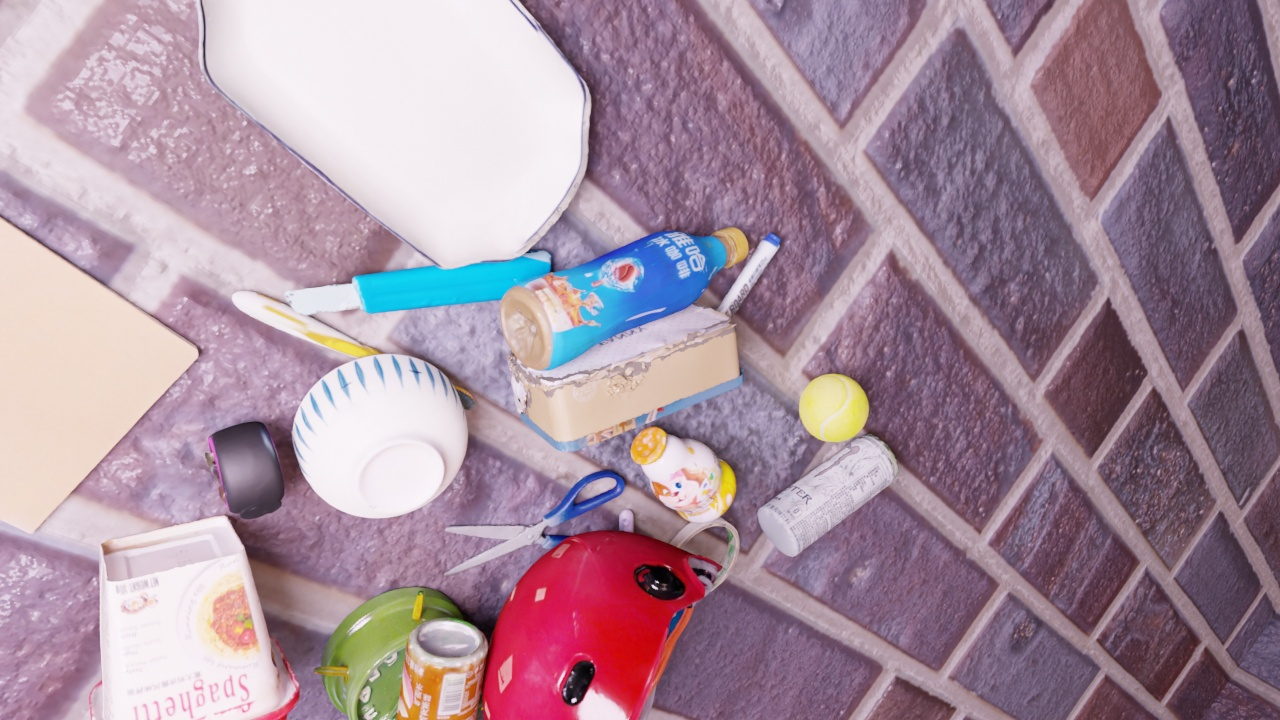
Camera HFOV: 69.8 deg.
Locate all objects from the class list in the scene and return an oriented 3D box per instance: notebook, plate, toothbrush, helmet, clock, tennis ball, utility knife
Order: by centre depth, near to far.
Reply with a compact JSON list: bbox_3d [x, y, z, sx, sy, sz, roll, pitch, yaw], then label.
[{"bbox_3d":[-0.374,-0.008,0.493,0.147,0.008,0.207,-49,130,-5],"label":"notebook"},{"bbox_3d":[-0.141,-0.171,0.563,0.162,0.034,0.265,-53,130,-3],"label":"plate"},{"bbox_3d":[-0.186,-0.003,0.622,0.191,0.018,0.016,31,90,-41],"label":"toothbrush"},{"bbox_3d":[-0.145,-0.051,0.625,0.187,0.018,0.034,-11,119,-33],"label":"utility knife"},{"bbox_3d":[-0.048,0.226,0.705,0.207,0.144,0.239,-64,169,13],"label":"helmet"},{"bbox_3d":[-0.178,0.254,0.726,0.116,0.056,0.161,-35,128,-16],"label":"clock"},{"bbox_3d":[-0.013,0.220,0.851,0.029,0.021,0.189,1,113,-1],"label":"toothbrush"},{"bbox_3d":[0.185,0.046,0.877,0.065,0.065,0.065,-15,120,-29],"label":"tennis ball"}]

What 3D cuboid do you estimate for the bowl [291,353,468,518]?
[{"bbox_3d":[-0.170,0.061,0.619,0.116,0.066,0.117,-14,126,-20],"label":"bowl"}]

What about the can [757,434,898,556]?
[{"bbox_3d":[0.190,0.135,0.929,0.146,0.058,0.058,-32,126,-19],"label":"can"}]

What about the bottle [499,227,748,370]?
[{"bbox_3d":[-0.001,-0.057,0.690,0.218,0.065,0.065,-25,124,-36],"label":"bottle"}]

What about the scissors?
[{"bbox_3d":[-0.080,0.149,0.775,0.163,0.012,0.161,-40,128,-11],"label":"scissors"}]

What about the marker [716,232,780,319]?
[{"bbox_3d":[0.076,-0.046,0.788,0.017,0.017,0.146,33,91,-41],"label":"marker"}]

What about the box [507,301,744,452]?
[{"bbox_3d":[-0.004,0.004,0.708,0.184,0.090,0.061,-17,116,-24],"label":"box"}]

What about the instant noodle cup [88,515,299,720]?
[{"bbox_3d":[-0.288,0.174,0.581,0.116,0.117,0.124,-11,106,-31],"label":"instant noodle cup"}]

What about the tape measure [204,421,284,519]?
[{"bbox_3d":[-0.253,0.069,0.584,0.039,0.057,0.058,-15,128,-28],"label":"tape measure"}]

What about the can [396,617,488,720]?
[{"bbox_3d":[-0.150,0.265,0.675,0.057,0.058,0.147,-1,112,-35],"label":"can"}]

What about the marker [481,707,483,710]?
[{"bbox_3d":[-0.175,0.317,0.787,0.124,0.015,0.018,-33,126,-15],"label":"marker"}]

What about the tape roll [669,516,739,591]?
[{"bbox_3d":[0.059,0.191,0.892,0.085,0.014,0.086,-15,119,-29],"label":"tape roll"}]

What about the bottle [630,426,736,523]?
[{"bbox_3d":[0.036,0.097,0.798,0.063,0.063,0.108,-52,130,-4],"label":"bottle"}]
